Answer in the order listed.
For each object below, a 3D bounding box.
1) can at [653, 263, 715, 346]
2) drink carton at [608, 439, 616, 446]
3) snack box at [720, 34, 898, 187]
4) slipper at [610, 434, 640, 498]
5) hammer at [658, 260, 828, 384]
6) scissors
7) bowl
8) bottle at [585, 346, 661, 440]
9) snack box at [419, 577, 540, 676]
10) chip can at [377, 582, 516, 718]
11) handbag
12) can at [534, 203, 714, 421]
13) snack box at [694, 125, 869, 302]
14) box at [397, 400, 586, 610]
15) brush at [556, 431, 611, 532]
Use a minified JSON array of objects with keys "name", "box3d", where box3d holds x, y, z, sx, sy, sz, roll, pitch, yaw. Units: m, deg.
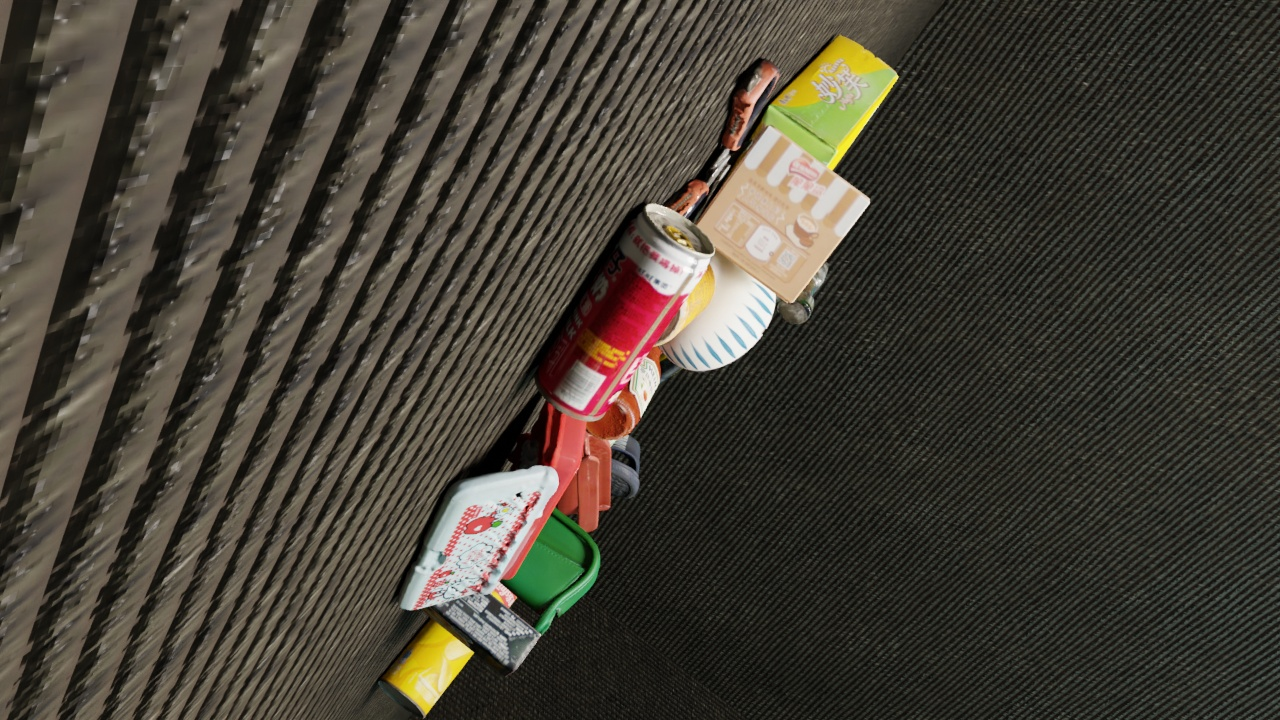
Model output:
[{"name":"can","box3d":[0.017,-0.049,0.671,0.058,0.058,0.145,-54,176,17]},{"name":"drink carton","box3d":[-0.065,0.100,1.087,0.123,0.053,0.045,-55,176,36]},{"name":"snack box","box3d":[0.130,-0.172,0.842,0.157,0.070,0.211,-50,176,-39]},{"name":"slipper","box3d":[-0.057,0.134,1.257,0.268,0.110,0.083,132,-20,-75]},{"name":"hammer","box3d":[0.067,-0.021,0.952,0.324,0.032,0.125,-34,-162,43]},{"name":"scissors","box3d":[0.054,-0.138,0.643,0.224,0.015,0.190,-50,175,-48]},{"name":"bowl","box3d":[0.050,-0.056,0.786,0.116,0.116,0.066,-53,134,-6]},{"name":"bottle","box3d":[-0.005,0.005,0.912,0.060,0.060,0.205,-55,-178,32]},{"name":"snack box","box3d":[-0.154,0.246,0.876,0.053,0.113,0.126,-50,175,-25]},{"name":"chip can","box3d":[-0.221,0.325,1.117,0.212,0.072,0.072,-50,175,-33]},{"name":"handbag","box3d":[-0.117,0.221,1.009,0.120,0.131,0.068,-47,164,-24]},{"name":"can","box3d":[-0.011,-0.028,0.559,0.133,0.053,0.053,-55,176,26]},{"name":"snack box","box3d":[0.103,-0.110,0.696,0.094,0.093,0.077,-53,-179,11]},{"name":"box","box3d":[-0.105,0.117,0.696,0.154,0.074,0.202,-44,170,-43]},{"name":"brush","box3d":[-0.062,0.128,1.018,0.146,0.063,0.069,95,-14,-46]}]
